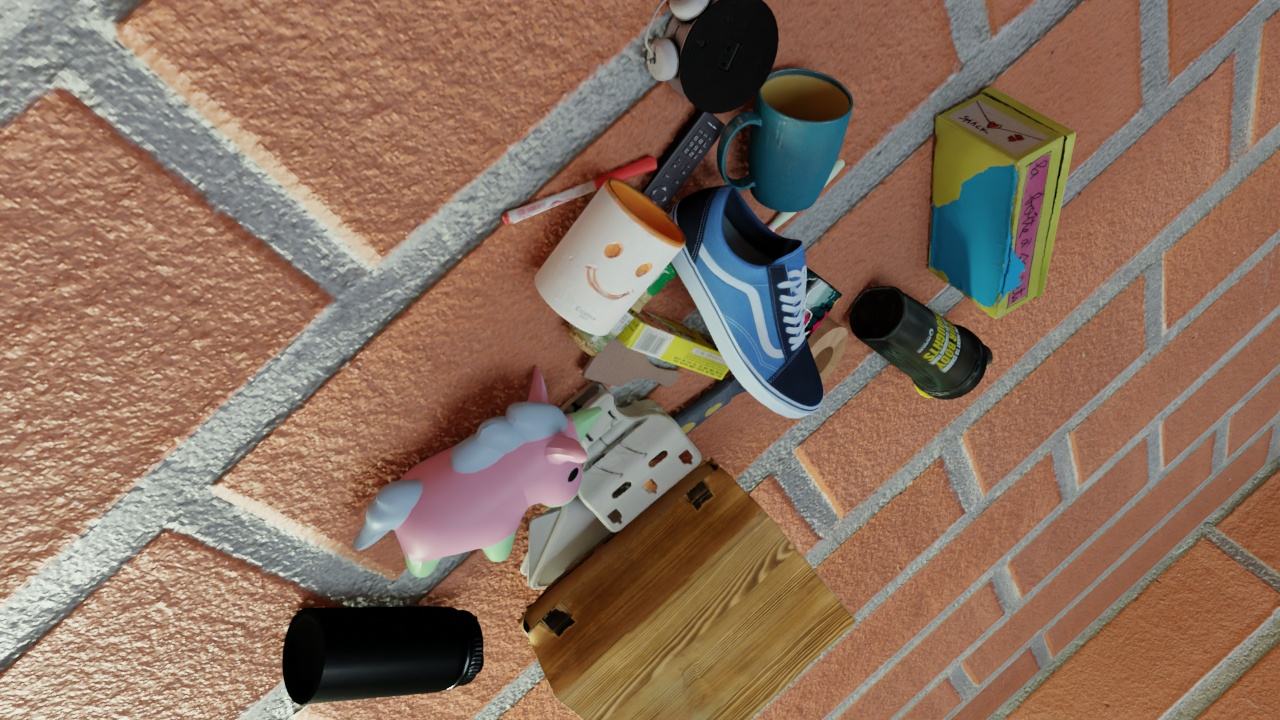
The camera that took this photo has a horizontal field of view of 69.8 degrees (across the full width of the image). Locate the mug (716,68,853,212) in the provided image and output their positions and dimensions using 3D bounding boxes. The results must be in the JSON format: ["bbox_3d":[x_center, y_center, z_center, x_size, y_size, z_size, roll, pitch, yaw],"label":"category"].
[{"bbox_3d":[0.121,-0.186,0.806,0.112,0.084,0.104,-11,140,-14],"label":"mug"}]

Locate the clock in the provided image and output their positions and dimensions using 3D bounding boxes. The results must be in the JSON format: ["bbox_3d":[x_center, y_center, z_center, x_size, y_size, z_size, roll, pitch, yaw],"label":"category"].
[{"bbox_3d":[0.054,-0.251,0.730,0.122,0.035,0.095,7,119,-40],"label":"clock"}]

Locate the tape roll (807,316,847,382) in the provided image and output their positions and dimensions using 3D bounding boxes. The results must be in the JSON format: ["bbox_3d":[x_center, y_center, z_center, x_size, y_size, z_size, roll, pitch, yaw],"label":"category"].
[{"bbox_3d":[0.192,-0.005,1.033,0.093,0.027,0.094,-33,145,-28],"label":"tape roll"}]

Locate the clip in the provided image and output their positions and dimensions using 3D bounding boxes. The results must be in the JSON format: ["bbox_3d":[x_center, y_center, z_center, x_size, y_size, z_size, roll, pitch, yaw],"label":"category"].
[{"bbox_3d":[-0.029,0.084,0.939,0.126,0.101,0.152,-41,107,-5],"label":"clip"}]

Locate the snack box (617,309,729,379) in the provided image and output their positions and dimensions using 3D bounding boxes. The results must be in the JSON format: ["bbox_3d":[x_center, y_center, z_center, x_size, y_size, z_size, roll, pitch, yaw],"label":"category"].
[{"bbox_3d":[0.033,-0.017,0.906,0.147,0.040,0.029,19,112,-45],"label":"snack box"}]

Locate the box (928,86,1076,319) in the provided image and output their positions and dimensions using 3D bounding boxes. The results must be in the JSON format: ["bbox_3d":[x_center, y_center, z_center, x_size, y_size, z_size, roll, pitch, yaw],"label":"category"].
[{"bbox_3d":[0.381,-0.164,0.992,0.079,0.124,0.221,-29,136,-12],"label":"box"}]

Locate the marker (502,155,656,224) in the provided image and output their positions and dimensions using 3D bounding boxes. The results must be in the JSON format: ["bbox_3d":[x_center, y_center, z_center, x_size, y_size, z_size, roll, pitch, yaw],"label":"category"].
[{"bbox_3d":[-0.049,-0.141,0.760,0.142,0.013,0.013,-25,136,-19],"label":"marker"}]

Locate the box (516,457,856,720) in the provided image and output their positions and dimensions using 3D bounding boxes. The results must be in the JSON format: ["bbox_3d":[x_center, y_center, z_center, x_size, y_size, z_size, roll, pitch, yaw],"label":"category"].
[{"bbox_3d":[0.037,0.266,1.007,0.279,0.192,0.251,-41,124,-2],"label":"box"}]

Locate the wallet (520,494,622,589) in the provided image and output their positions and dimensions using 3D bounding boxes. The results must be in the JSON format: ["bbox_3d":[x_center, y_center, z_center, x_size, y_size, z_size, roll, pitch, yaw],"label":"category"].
[{"bbox_3d":[-0.085,0.198,0.998,0.115,0.037,0.119,7,116,-41],"label":"wallet"}]

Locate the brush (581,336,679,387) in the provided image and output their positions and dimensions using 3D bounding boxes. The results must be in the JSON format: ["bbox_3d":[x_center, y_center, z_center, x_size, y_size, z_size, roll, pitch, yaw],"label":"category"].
[{"bbox_3d":[-0.005,0.005,0.918,0.135,0.015,0.050,17,112,-51],"label":"brush"}]

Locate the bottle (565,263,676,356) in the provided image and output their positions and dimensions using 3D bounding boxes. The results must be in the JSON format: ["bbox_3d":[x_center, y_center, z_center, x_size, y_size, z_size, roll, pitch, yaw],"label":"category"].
[{"bbox_3d":[-0.018,-0.055,0.834,0.111,0.043,0.043,-46,139,6],"label":"bottle"}]

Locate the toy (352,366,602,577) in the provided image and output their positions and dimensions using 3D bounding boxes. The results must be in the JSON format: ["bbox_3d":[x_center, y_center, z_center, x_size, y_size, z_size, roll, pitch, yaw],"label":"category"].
[{"bbox_3d":[-0.146,0.109,0.829,0.221,0.120,0.171,-9,134,-27],"label":"toy"}]

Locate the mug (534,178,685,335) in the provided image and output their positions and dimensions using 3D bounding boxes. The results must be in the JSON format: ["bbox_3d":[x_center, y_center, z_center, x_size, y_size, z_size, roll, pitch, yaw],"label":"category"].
[{"bbox_3d":[-0.026,-0.085,0.763,0.082,0.082,0.105,19,119,-45],"label":"mug"}]

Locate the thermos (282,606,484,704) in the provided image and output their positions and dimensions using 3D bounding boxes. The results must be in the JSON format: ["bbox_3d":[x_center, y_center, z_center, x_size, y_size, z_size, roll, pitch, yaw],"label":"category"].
[{"bbox_3d":[-0.242,0.290,0.916,0.198,0.086,0.086,14,115,-44],"label":"thermos"}]

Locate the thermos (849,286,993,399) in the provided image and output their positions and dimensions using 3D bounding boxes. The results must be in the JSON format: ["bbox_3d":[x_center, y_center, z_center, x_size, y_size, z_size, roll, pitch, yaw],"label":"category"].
[{"bbox_3d":[0.337,-0.019,1.105,0.220,0.098,0.098,24,107,-43],"label":"thermos"}]

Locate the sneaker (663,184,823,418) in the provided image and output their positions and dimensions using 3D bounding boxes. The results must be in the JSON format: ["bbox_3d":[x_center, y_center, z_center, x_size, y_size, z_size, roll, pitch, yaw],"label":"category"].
[{"bbox_3d":[0.116,-0.049,0.819,0.241,0.098,0.083,55,45,-18],"label":"sneaker"}]

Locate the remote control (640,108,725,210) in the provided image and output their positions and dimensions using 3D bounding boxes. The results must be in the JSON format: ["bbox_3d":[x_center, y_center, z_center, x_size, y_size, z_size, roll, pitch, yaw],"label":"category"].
[{"bbox_3d":[0.021,-0.157,0.798,0.032,0.015,0.136,24,110,-46],"label":"remote control"}]

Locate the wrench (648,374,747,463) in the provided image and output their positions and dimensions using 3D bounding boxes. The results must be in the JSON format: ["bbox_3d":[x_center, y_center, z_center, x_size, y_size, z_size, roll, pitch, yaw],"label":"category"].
[{"bbox_3d":[0.065,0.054,1.004,0.273,0.022,0.073,-35,139,-9],"label":"wrench"}]

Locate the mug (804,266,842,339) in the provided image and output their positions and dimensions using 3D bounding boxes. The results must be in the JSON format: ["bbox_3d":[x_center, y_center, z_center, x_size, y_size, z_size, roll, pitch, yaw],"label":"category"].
[{"bbox_3d":[0.147,-0.052,0.945,0.098,0.082,0.118,-54,165,12],"label":"mug"}]

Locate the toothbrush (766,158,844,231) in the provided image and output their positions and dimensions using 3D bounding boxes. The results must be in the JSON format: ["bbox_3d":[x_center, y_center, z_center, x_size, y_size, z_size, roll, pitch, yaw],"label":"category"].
[{"bbox_3d":[0.144,-0.143,0.905,0.155,0.015,0.022,-45,173,4],"label":"toothbrush"}]
